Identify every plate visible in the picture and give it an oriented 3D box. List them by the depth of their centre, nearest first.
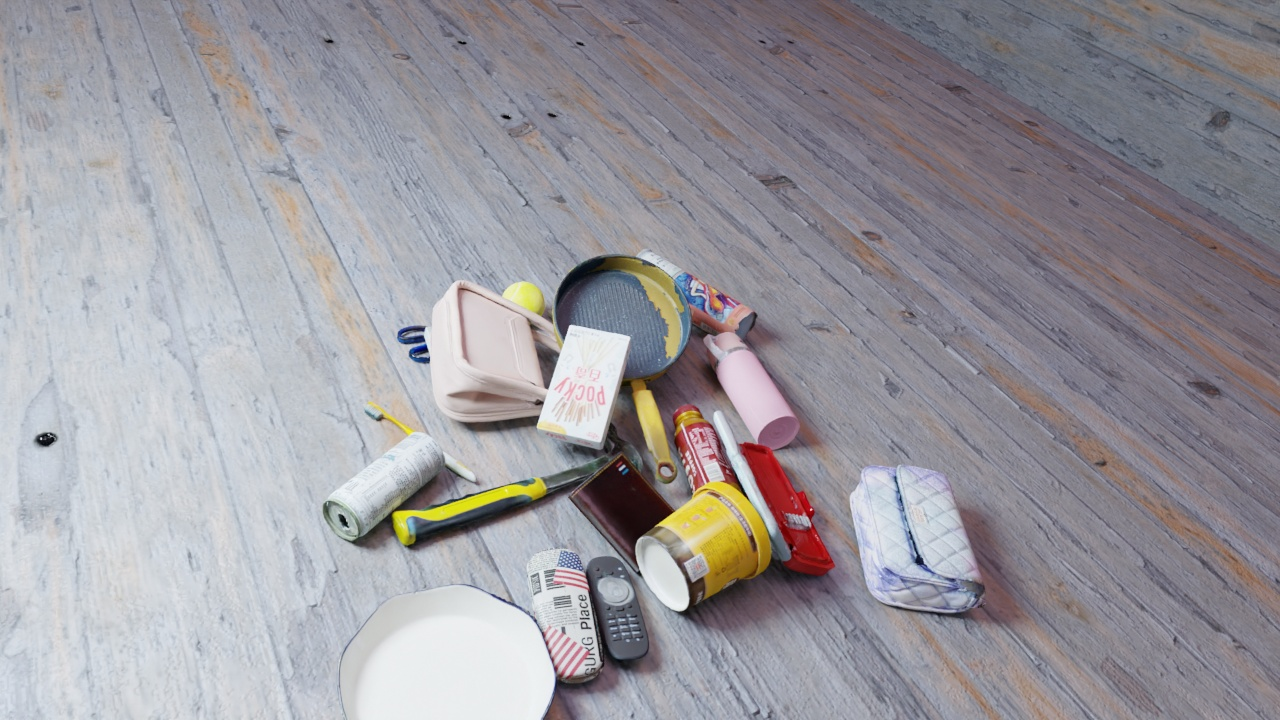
[{"bbox_3d":[-0.185,0.311,0.882,0.205,0.046,0.204,10,37,-8],"label":"plate"}]

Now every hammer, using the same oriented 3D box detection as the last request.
[{"bbox_3d":[-0.137,0.158,1.106,0.322,0.032,0.126,-15,45,-33],"label":"hammer"}]

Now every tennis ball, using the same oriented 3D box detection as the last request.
[{"bbox_3d":[-0.176,-0.085,1.378,0.065,0.066,0.065,9,37,-7],"label":"tennis ball"}]

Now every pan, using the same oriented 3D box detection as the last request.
[{"bbox_3d":[-0.007,0.007,1.244,0.197,0.078,0.357,-6,66,-15],"label":"pan"}]

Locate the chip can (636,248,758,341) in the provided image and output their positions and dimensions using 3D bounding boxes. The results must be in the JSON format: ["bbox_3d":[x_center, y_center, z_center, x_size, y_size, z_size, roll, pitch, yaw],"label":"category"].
[{"bbox_3d":[0.080,-0.099,1.477,0.215,0.071,0.071,33,41,22],"label":"chip can"}]

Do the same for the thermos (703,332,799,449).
[{"bbox_3d":[0.151,0.034,1.320,0.087,0.067,0.198,31,23,-42],"label":"thermos"}]

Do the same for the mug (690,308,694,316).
[{"bbox_3d":[0.019,-0.059,1.393,0.103,0.084,0.124,22,2,0],"label":"mug"}]

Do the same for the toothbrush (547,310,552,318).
[{"bbox_3d":[-0.056,-0.040,1.401,0.192,0.016,0.018,23,28,11],"label":"toothbrush"}]

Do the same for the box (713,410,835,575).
[{"bbox_3d":[0.155,0.165,1.132,0.161,0.058,0.201,37,21,-40],"label":"box"}]

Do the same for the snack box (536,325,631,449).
[{"bbox_3d":[-0.071,0.032,1.185,0.085,0.027,0.156,12,63,8],"label":"snack box"}]

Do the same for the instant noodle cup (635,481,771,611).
[{"bbox_3d":[0.067,0.214,1.036,0.114,0.119,0.118,-26,52,-31],"label":"instant noodle cup"}]

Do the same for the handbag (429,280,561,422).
[{"bbox_3d":[-0.166,0.001,1.247,0.234,0.094,0.193,13,39,-29],"label":"handbag"}]

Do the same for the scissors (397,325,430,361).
[{"bbox_3d":[-0.262,-0.030,1.323,0.172,0.012,0.132,6,37,-11],"label":"scissors"}]

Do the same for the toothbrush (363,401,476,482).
[{"bbox_3d":[-0.277,0.102,1.145,0.191,0.016,0.018,31,51,21],"label":"toothbrush"}]

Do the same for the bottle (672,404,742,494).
[{"bbox_3d":[0.082,0.129,1.193,0.057,0.058,0.174,1,39,-18],"label":"bottle"}]

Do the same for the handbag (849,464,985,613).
[{"bbox_3d":[0.344,0.218,1.149,0.134,0.076,0.193,10,38,-7],"label":"handbag"}]

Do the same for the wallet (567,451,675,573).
[{"bbox_3d":[-0.014,0.180,1.093,0.122,0.020,0.096,47,54,9],"label":"wallet"}]

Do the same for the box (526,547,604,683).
[{"bbox_3d":[-0.081,0.270,0.978,0.068,0.052,0.164,10,37,-24],"label":"box"}]

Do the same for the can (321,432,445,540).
[{"bbox_3d":[-0.292,0.142,1.053,0.058,0.058,0.146,28,39,17],"label":"can"}]

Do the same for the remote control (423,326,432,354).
[{"bbox_3d":[-0.256,0.005,1.261,0.056,0.019,0.135,-2,46,-31],"label":"remote control"}]

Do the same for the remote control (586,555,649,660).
[{"bbox_3d":[-0.027,0.272,1.000,0.053,0.024,0.136,-1,38,-17],"label":"remote control"}]
